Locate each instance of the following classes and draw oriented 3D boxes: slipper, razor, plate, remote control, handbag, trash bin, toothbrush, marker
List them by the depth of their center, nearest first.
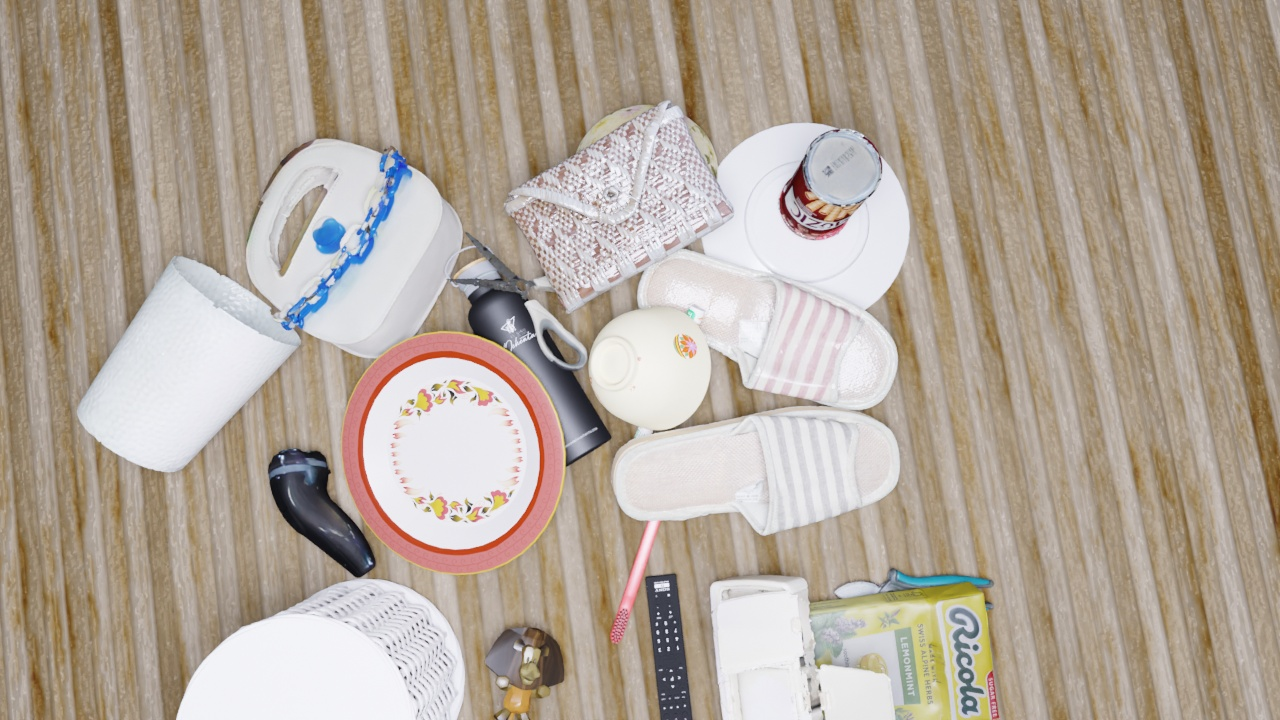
[{"bbox_3d":[-0.021,-0.140,0.836,0.186,0.047,0.124,-29,94,6],"label":"handbag"},{"bbox_3d":[-0.420,0.008,0.847,0.133,0.133,0.161,38,90,4],"label":"trash bin"},{"bbox_3d":[0.109,0.104,0.855,0.272,0.054,0.114,-3,99,-3],"label":"slipper"},{"bbox_3d":[-0.177,0.087,0.865,0.230,0.021,0.230,1,95,15],"label":"plate"},{"bbox_3d":[-0.298,0.143,0.872,0.140,0.053,0.063,50,54,-2],"label":"razor"},{"bbox_3d":[0.027,0.275,0.873,0.030,0.009,0.140,-6,84,0],"label":"remote control"},{"bbox_3d":[0.026,0.017,0.876,0.017,0.017,0.145,23,102,2],"label":"marker"},{"bbox_3d":[0.119,-0.030,0.877,0.263,0.052,0.115,23,94,5],"label":"slipper"},{"bbox_3d":[-0.288,-0.117,0.878,0.199,0.093,0.200,26,85,10],"label":"handbag"},{"bbox_3d":[0.009,0.168,0.880,0.012,0.018,0.212,18,85,2],"label":"toothbrush"},{"bbox_3d":[0.164,-0.137,0.911,0.208,0.015,0.208,0,84,0],"label":"plate"}]

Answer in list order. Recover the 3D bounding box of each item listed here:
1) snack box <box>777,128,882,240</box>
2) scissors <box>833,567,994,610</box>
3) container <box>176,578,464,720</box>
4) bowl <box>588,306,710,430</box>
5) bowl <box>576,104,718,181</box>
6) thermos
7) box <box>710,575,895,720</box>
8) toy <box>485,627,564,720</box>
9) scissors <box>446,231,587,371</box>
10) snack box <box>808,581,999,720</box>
[{"bbox_3d":[0.172,-0.159,0.843,0.072,0.121,0.072,0,84,-1],"label":"snack box"},{"bbox_3d":[0.262,0.228,0.873,0.136,0.019,0.139,-39,91,2],"label":"scissors"},{"bbox_3d":[-0.261,0.294,0.783,0.189,0.187,0.189,0,84,0],"label":"container"},{"bbox_3d":[-0.005,0.005,0.841,0.118,0.074,0.118,-3,85,35],"label":"bowl"},{"bbox_3d":[0.003,-0.191,0.891,0.145,0.063,0.145,0,84,2],"label":"bowl"},{"bbox_3d":[-0.113,-0.009,0.876,0.061,0.061,0.231,-31,85,-3],"label":"thermos"},{"bbox_3d":[0.121,0.262,0.782,0.184,0.098,0.143,-14,80,42],"label":"box"},{"bbox_3d":[-0.110,0.297,0.843,0.076,0.063,0.100,19,66,-16],"label":"toy"},{"bbox_3d":[-0.096,-0.060,0.864,0.170,0.013,0.157,-19,78,-36],"label":"scissors"},{"bbox_3d":[0.229,0.277,0.845,0.181,0.045,0.121,-7,93,3],"label":"snack box"}]
